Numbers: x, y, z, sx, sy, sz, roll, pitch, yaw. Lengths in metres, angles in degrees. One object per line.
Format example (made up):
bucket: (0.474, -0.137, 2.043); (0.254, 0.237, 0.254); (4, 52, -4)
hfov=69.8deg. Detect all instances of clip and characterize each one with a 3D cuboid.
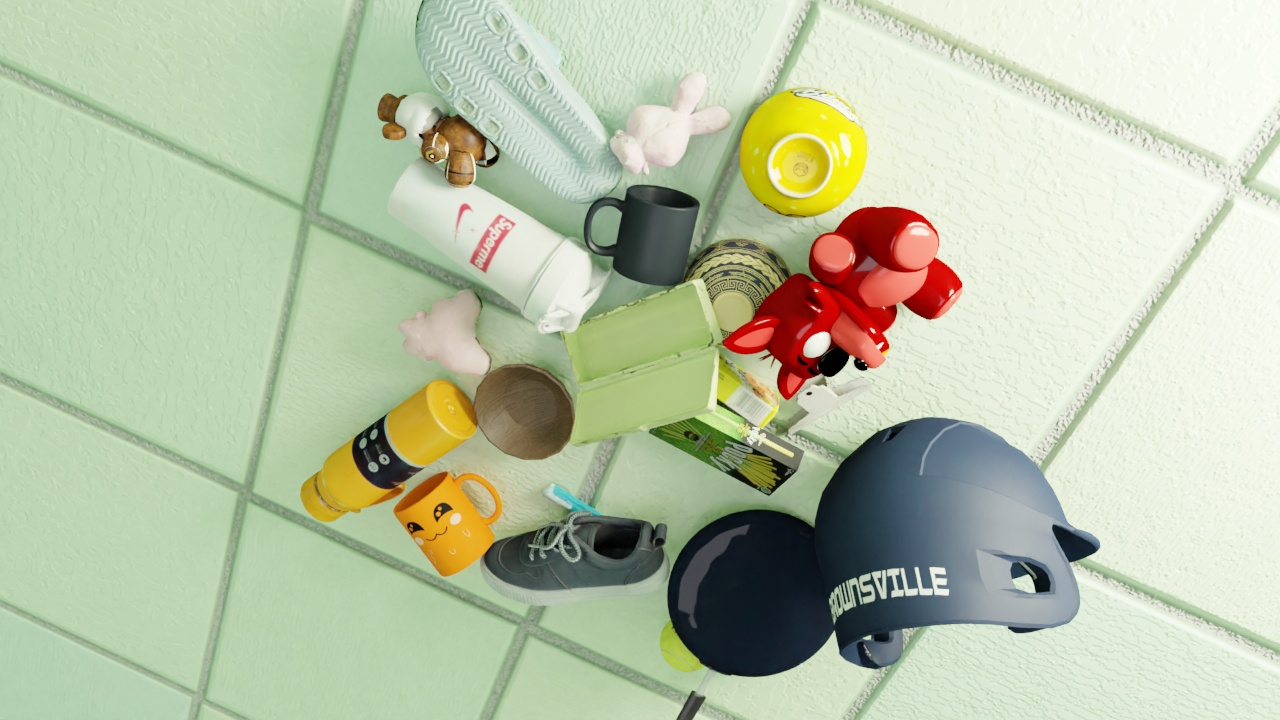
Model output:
clip: (0.181, 0.033, 0.944); (0.102, 0.040, 0.054); (-34, 121, 23)

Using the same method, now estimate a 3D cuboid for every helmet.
helmet: (0.295, 0.167, 0.873); (0.272, 0.222, 0.233); (19, 146, -26)

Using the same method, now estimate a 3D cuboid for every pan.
pan: (0.093, 0.331, 1.033); (0.198, 0.021, 0.357); (26, 100, -7)

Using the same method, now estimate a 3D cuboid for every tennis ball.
tennis ball: (0.055, 0.331, 1.076); (0.065, 0.065, 0.065); (5, 114, 11)

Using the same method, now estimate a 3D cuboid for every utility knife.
utility knife: (-0.060, 0.180, 1.066); (0.123, 0.015, 0.022); (32, 129, -5)

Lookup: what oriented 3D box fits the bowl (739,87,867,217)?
bowl: (0.145, -0.183, 0.829); (0.117, 0.067, 0.117); (5, 114, 11)

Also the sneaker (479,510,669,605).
sneaker: (-0.080, 0.215, 1.035); (0.236, 0.089, 0.087); (-5, 128, 15)

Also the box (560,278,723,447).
box: (-0.001, 0.006, 0.910); (0.188, 0.047, 0.140); (-20, 68, 39)

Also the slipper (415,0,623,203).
slipper: (-0.109, -0.250, 0.860); (0.104, 0.074, 0.245); (-32, 119, 25)

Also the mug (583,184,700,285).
mug: (-0.002, -0.124, 0.881); (0.105, 0.071, 0.078); (8, 116, -9)

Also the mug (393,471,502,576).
mug: (-0.215, 0.182, 1.073); (0.112, 0.077, 0.096); (-32, 103, 4)

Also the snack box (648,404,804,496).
snack box: (0.088, 0.085, 0.960); (0.147, 0.025, 0.080); (28, 150, 0)

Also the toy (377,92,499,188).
toy: (-0.198, -0.221, 0.886); (0.113, 0.087, 0.067); (21, 133, 11)

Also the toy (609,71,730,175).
toy: (0.026, -0.217, 0.855); (0.110, 0.047, 0.063); (-31, 100, 8)

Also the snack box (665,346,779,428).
snack box: (0.076, 0.012, 0.945); (0.148, 0.040, 0.029); (36, 115, -4)

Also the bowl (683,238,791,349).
bowl: (0.093, -0.058, 0.899); (0.112, 0.061, 0.112); (5, 114, 11)

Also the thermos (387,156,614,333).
thermos: (-0.142, -0.113, 0.916); (0.220, 0.099, 0.099); (32, 116, 2)

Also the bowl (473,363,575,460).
bowl: (-0.124, 0.052, 1.015); (0.118, 0.030, 0.118); (5, 114, 11)

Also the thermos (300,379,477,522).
thermos: (-0.290, 0.116, 1.058); (0.233, 0.076, 0.091); (-33, 105, 23)

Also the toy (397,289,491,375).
toy: (-0.212, -0.027, 0.988); (0.096, 0.052, 0.099); (-3, 115, 6)

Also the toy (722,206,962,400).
toy: (0.185, -0.047, 0.836); (0.197, 0.158, 0.120); (-42, 56, 10)
